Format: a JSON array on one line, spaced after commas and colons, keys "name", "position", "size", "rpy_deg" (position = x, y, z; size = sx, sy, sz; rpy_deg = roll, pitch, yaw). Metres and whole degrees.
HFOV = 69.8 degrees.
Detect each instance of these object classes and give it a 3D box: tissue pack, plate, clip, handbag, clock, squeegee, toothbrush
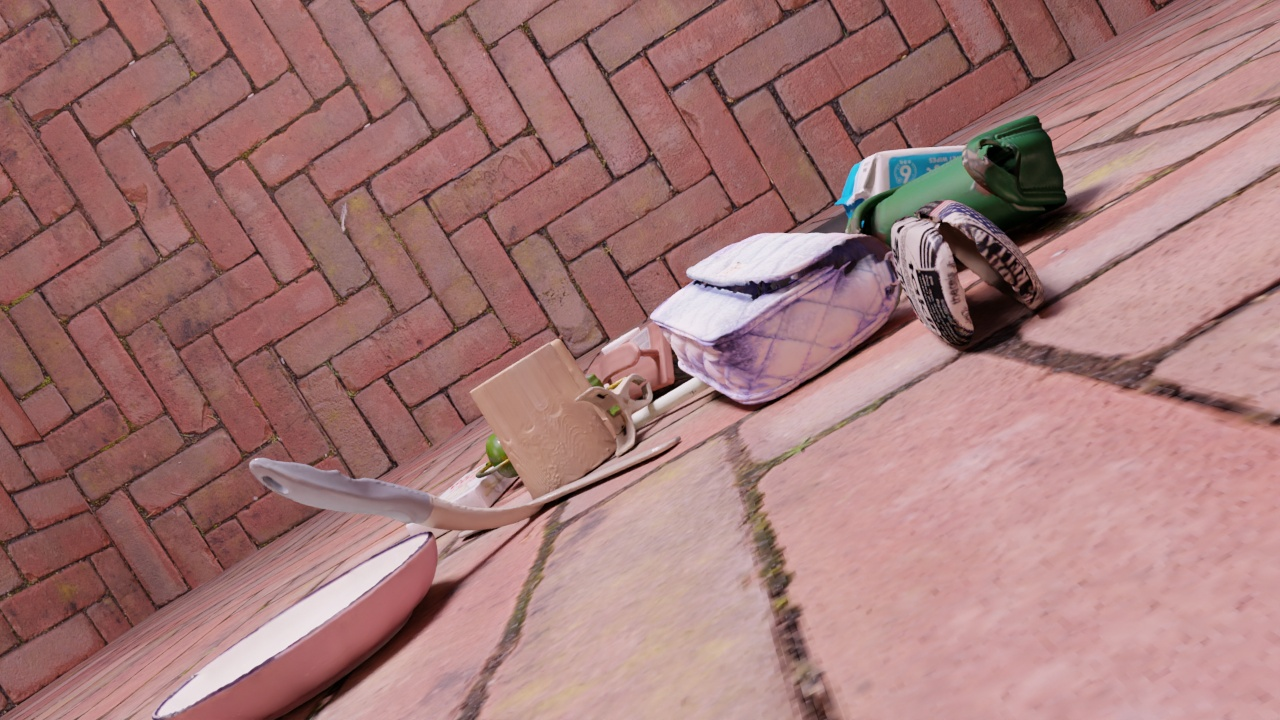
[{"name": "tissue pack", "position": [0.239, -0.140, 0.760], "size": [0.140, 0.063, 0.090], "rpy_deg": [-3, 6, 2]}, {"name": "plate", "position": [-0.207, 0.178, 0.584], "size": [0.192, 0.039, 0.192], "rpy_deg": [-31, 4, 2]}, {"name": "clip", "position": [-0.019, 0.036, 0.752], "size": [0.034, 0.060, 0.097], "rpy_deg": [-34, 4, 21]}, {"name": "handbag", "position": [0.220, -0.115, 0.643], "size": [0.120, 0.068, 0.132], "rpy_deg": [-13, -8, -44]}, {"name": "clock", "position": [-0.086, 0.070, 0.871], "size": [0.160, 0.056, 0.116], "rpy_deg": [-33, 4, -27]}, {"name": "squeegee", "position": [-0.139, 0.094, 0.614], "size": [0.247, 0.039, 0.246], "rpy_deg": [-27, -28, 37]}, {"name": "handbag", "position": [0.087, -0.041, 0.657], "size": [0.134, 0.075, 0.194], "rpy_deg": [-33, 15, -8]}, {"name": "toothbrush", "position": [0.055, 0.018, 0.748], "size": [0.190, 0.020, 0.029], "rpy_deg": [-30, -2, 28]}]

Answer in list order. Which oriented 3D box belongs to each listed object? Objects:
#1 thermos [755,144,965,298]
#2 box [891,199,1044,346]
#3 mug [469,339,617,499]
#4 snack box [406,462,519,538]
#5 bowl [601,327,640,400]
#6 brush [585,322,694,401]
[{"name": "thermos", "position": [0.208, -0.120, 0.848], "size": [0.242, 0.090, 0.068], "rpy_deg": [-32, -39, -11]}, {"name": "box", "position": [0.174, -0.059, 0.487], "size": [0.077, 0.075, 0.163], "rpy_deg": [-24, 4, 16]}, {"name": "mug", "position": [-0.072, 0.042, 0.771], "size": [0.084, 0.103, 0.124], "rpy_deg": [-29, 5, 30]}, {"name": "snack box", "position": [-0.167, 0.132, 0.928], "size": [0.085, 0.027, 0.156], "rpy_deg": [-30, 5, 15]}, {"name": "bowl", "position": [-0.007, 0.003, 1.045], "size": [0.118, 0.065, 0.118], "rpy_deg": [-32, 4, 2]}, {"name": "brush", "position": [-0.005, 0.005, 0.921], "size": [0.073, 0.063, 0.146], "rpy_deg": [-3, -11, -25]}]
